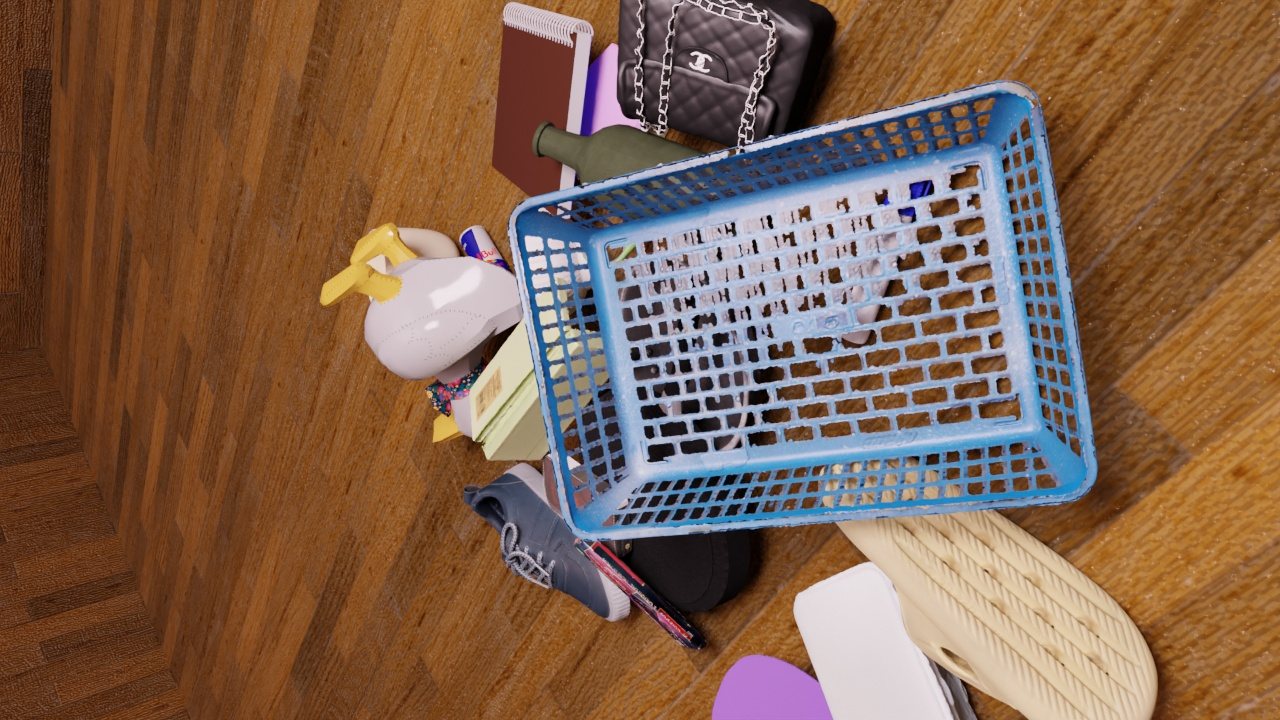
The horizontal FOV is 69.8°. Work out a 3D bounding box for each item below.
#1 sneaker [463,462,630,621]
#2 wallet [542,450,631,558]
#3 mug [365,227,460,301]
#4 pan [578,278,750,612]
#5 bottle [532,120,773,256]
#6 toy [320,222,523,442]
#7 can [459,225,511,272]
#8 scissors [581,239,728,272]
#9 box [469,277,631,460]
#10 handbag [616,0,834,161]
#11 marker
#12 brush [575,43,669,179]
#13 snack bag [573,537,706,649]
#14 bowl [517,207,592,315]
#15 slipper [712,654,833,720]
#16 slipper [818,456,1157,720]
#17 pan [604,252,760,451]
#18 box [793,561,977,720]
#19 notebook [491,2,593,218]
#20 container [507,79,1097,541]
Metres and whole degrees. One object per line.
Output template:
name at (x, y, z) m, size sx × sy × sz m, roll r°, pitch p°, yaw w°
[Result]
sneaker at (-0.104, 0.200, 0.988) m, size 0.235 × 0.087 × 0.089 m, roll 38°, pitch 141°, yaw 37°
wallet at (-0.056, 0.142, 0.917) m, size 0.123 × 0.019 × 0.072 m, roll 27°, pitch 131°, yaw 45°
mug at (-0.264, -0.097, 1.087) m, size 0.096 × 0.099 × 0.120 m, roll 21°, pitch 112°, yaw 57°
pan at (0.019, 0.080, 0.821) m, size 0.225 × 0.034 × 0.357 m, roll 40°, pitch 140°, yaw 35°
bottle at (0.005, -0.152, 0.764) m, size 0.207 × 0.071 × 0.072 m, roll 24°, pitch 118°, yaw 17°
toy at (-0.206, -0.024, 0.989) m, size 0.247 × 0.140 × 0.267 m, roll -29°, pitch 118°, yaw 32°
can at (-0.170, -0.108, 1.036) m, size 0.095 × 0.032 × 0.032 m, roll 57°, pitch 134°, yaw 21°
scissors at (0.008, -0.133, 0.816) m, size 0.172 × 0.024 × 0.160 m, roll -19°, pitch 94°, yaw 31°
box at (-0.088, 0.019, 0.879) m, size 0.188 × 0.083 × 0.091 m, roll -46°, pitch 36°, yaw 38°
handbag at (0.051, -0.217, 0.693) m, size 0.154 × 0.114 × 0.125 m, roll 19°, pitch 125°, yaw 13°
marker at (0.180, -0.076, 0.680) m, size 0.027 × 0.023 × 0.133 m, roll 23°, pitch 117°, yaw 18°
brush at (0.003, -0.251, 0.811) m, size 0.229 × 0.043 × 0.089 m, roll -46°, pitch 66°, yaw 42°
snack bag at (-0.002, 0.222, 0.887) m, size 0.155 × 0.018 × 0.075 m, roll 43°, pitch 162°, yaw 3°
bowl at (-0.078, -0.096, 0.904) m, size 0.062 × 0.118 × 0.118 m, roll -7°, pitch 95°, yaw 6°
slipper at (0.176, 0.344, 0.734) m, size 0.266 × 0.084 × 0.107 m, roll 31°, pitch 83°, yaw 19°
slipper at (0.228, 0.160, 0.639) m, size 0.261 × 0.111 × 0.079 m, roll 45°, pitch 150°, yaw 36°
pan at (-0.005, 0.005, 0.875) m, size 0.358 × 0.055 × 0.187 m, roll -12°, pitch 96°, yaw 60°
box at (0.182, 0.256, 0.669) m, size 0.083 × 0.122 × 0.215 m, roll 62°, pitch -178°, yaw -71°
notebook at (-0.102, -0.250, 0.894) m, size 0.209 × 0.022 × 0.172 m, roll 44°, pitch 131°, yaw 55°
container at (0.102, -0.020, 0.642) m, size 0.363 × 0.089 × 0.257 m, roll -9°, pitch 94°, yaw 23°
